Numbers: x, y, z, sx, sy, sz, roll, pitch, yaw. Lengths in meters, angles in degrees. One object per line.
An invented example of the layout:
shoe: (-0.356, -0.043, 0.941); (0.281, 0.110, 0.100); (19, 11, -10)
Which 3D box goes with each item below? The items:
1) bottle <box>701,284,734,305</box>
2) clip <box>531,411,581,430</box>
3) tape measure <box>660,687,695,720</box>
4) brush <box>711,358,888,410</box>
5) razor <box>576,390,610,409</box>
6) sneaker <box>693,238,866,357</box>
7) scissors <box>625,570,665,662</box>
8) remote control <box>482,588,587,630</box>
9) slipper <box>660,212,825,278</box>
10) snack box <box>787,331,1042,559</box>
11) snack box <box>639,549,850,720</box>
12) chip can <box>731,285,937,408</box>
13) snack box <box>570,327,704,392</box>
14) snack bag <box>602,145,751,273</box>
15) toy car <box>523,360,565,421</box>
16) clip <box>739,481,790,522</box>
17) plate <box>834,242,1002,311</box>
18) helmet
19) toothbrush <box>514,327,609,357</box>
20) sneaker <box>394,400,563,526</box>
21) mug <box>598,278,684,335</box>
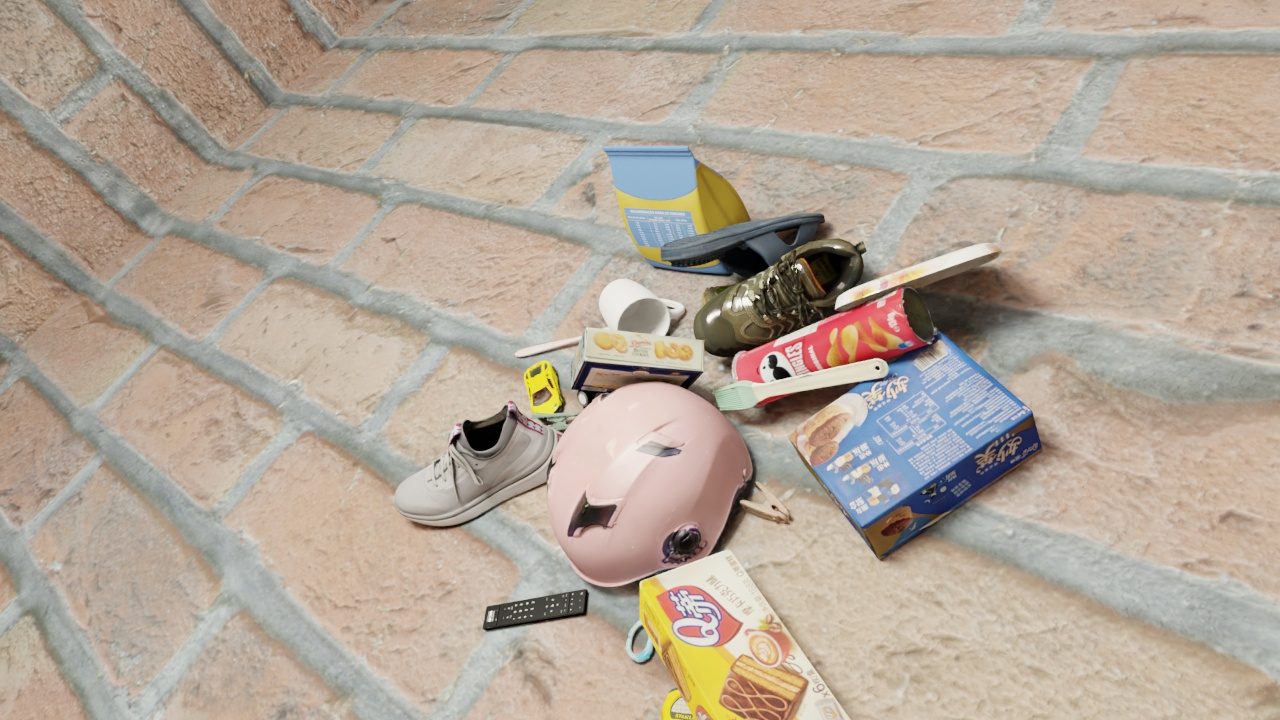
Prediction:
bottle: (0.139, -0.085, 1.240); (0.111, 0.043, 0.043); (-3, 51, 33)
clip: (-0.113, 0.092, 1.260); (0.078, 0.023, 0.049); (4, 94, 24)
tape measure: (0.053, 0.353, 0.898); (0.066, 0.037, 0.064); (-6, 50, 11)
brush: (0.178, 0.027, 1.040); (0.218, 0.033, 0.012); (-14, 20, 35)
razor: (-0.005, 0.031, 1.222); (0.156, 0.060, 0.057); (-26, 83, -12)
sneaker: (0.180, -0.076, 1.121); (0.238, 0.101, 0.143); (-31, -1, -1)
scissors: (0.030, 0.264, 1.017); (0.115, 0.013, 0.140); (-14, 44, 23)
remote control: (-0.126, 0.297, 1.090); (0.140, 0.009, 0.030); (-15, 45, 22)
slipper: (0.141, -0.143, 1.233); (0.263, 0.082, 0.101); (-18, 14, -32)
snack box: (0.284, 0.085, 0.967); (0.203, 0.069, 0.155); (-34, 42, 1)
snack box: (0.091, 0.295, 0.880); (0.110, 0.062, 0.230); (-16, 38, -19)
chip can: (0.216, -0.013, 1.047); (0.234, 0.073, 0.073); (-24, 39, 40)
snack box: (-0.007, 0.007, 1.122); (0.144, 0.145, 0.042); (6, 73, -10)
snack bag: (0.049, -0.226, 1.304); (0.159, 0.205, 0.102); (11, 59, 40)
toy car: (-0.139, 0.043, 1.318); (0.049, 0.030, 0.106); (-29, 43, 6)
clip: (0.137, 0.165, 1.025); (0.039, 0.024, 0.060); (-40, 45, -5)
plate: (0.314, -0.096, 1.050); (0.187, 0.186, 0.016); (-20, 86, 17)
helmet: (-0.009, 0.131, 1.063); (0.255, 0.152, 0.230); (-42, 43, -4)
toothbrush: (-0.114, -0.024, 1.374); (0.182, 0.018, 0.015); (-12, 46, 28)
sneaker: (-0.235, 0.136, 1.223); (0.263, 0.129, 0.096); (-23, 42, 16)
mug: (0.003, -0.072, 1.302); (0.114, 0.081, 0.087); (-11, 30, -20)
